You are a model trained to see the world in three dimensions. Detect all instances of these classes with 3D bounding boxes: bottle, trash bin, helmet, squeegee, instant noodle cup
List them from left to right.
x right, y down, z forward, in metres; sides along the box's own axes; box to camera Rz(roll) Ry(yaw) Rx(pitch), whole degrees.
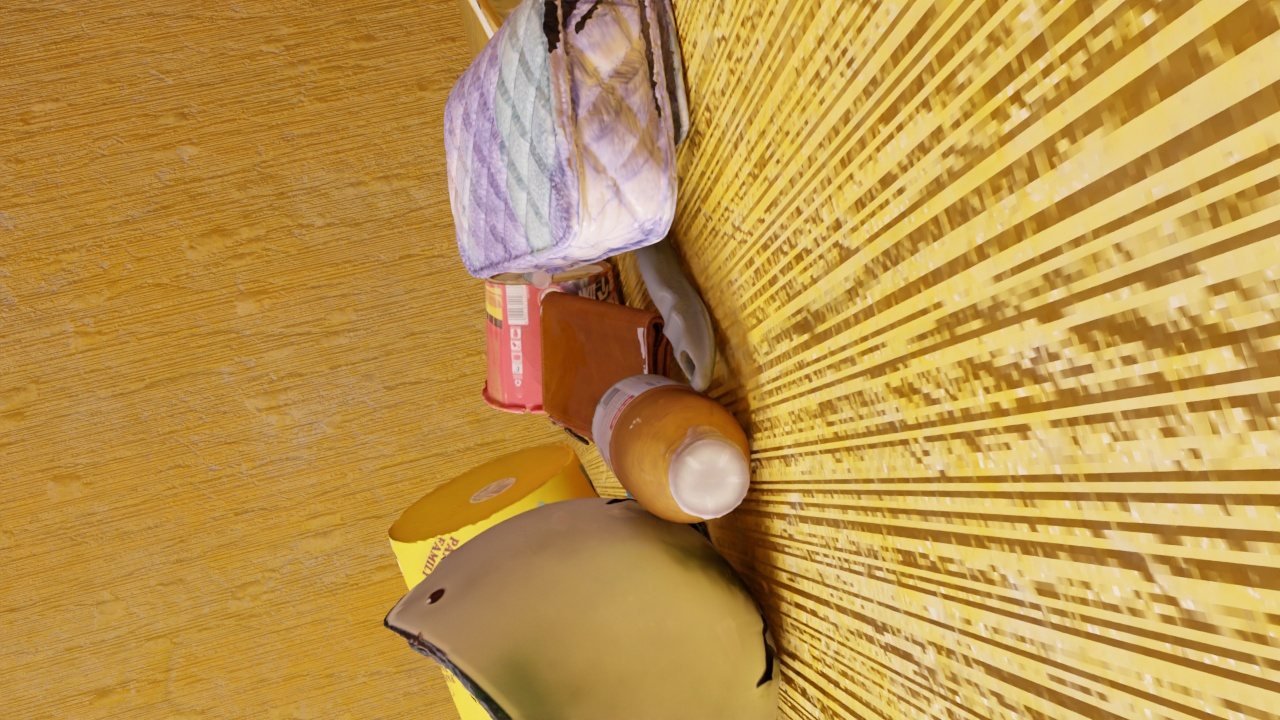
[{"bbox_3d":[-0.095,0.230,0.855,0.229,0.229,0.255,-141,28,-77],"label":"trash bin"},{"bbox_3d":[-0.073,-0.026,0.792,0.138,0.138,0.109,-128,31,-72],"label":"instant noodle cup"},{"bbox_3d":[-0.008,0.169,0.530,0.230,0.157,0.274,49,174,16],"label":"helmet"},{"bbox_3d":[-0.002,-0.071,0.533,0.248,0.040,0.249,107,148,-40],"label":"squeegee"},{"bbox_3d":[0.016,0.046,0.496,0.189,0.068,0.068,-160,57,-80],"label":"bottle"}]

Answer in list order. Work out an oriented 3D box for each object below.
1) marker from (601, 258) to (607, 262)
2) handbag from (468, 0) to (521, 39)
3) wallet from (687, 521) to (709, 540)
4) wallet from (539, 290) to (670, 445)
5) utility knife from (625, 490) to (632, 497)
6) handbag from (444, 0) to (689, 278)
[{"bbox_3d":[-0.039,-0.100,0.818,0.017,0.017,0.146,-112,11,-46],"label":"marker"},{"bbox_3d":[-0.068,-0.219,0.720,0.179,0.063,0.163,64,180,-30],"label":"handbag"},{"bbox_3d":[0.052,0.183,0.668,0.097,0.019,0.120,86,166,-59],"label":"wallet"},{"bbox_3d":[-0.028,0.017,0.647,0.131,0.035,0.119,16,114,50],"label":"wallet"},{"bbox_3d":[-0.033,0.051,0.967,0.034,0.018,0.238,-114,8,-60],"label":"utility knife"},{"bbox_3d":[-0.047,-0.116,0.483,0.194,0.075,0.134,0,98,64],"label":"handbag"}]
